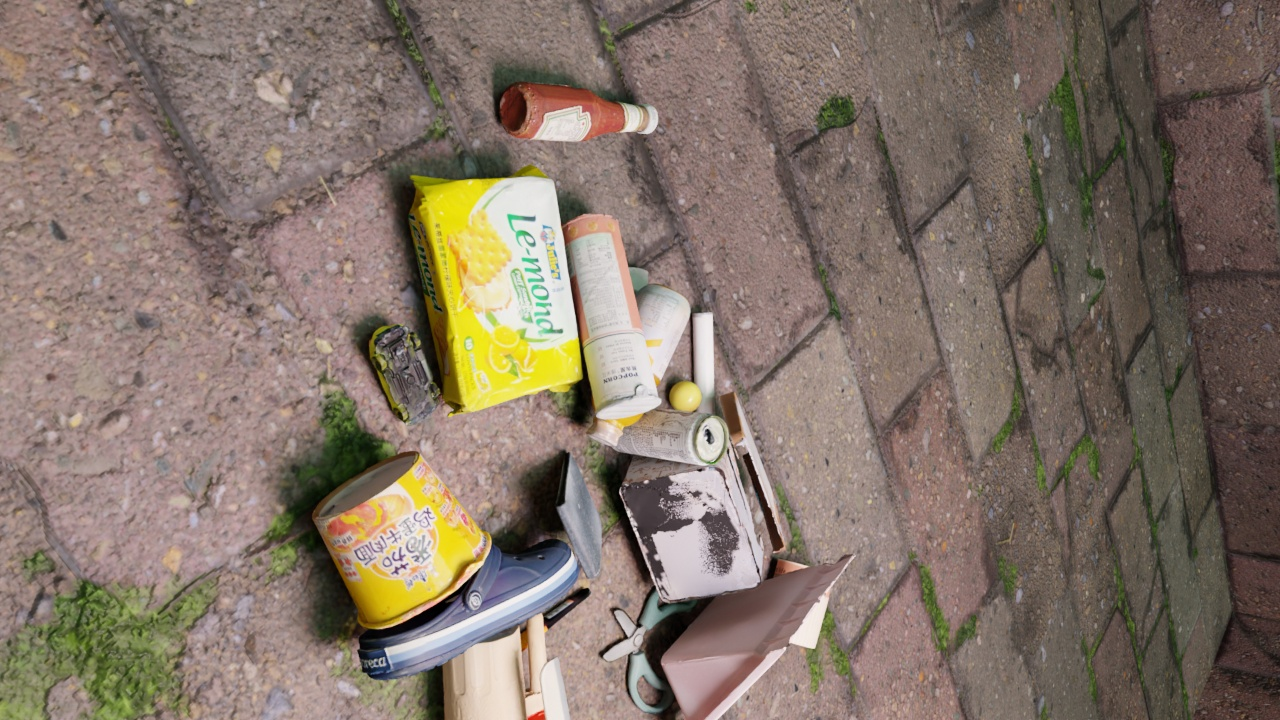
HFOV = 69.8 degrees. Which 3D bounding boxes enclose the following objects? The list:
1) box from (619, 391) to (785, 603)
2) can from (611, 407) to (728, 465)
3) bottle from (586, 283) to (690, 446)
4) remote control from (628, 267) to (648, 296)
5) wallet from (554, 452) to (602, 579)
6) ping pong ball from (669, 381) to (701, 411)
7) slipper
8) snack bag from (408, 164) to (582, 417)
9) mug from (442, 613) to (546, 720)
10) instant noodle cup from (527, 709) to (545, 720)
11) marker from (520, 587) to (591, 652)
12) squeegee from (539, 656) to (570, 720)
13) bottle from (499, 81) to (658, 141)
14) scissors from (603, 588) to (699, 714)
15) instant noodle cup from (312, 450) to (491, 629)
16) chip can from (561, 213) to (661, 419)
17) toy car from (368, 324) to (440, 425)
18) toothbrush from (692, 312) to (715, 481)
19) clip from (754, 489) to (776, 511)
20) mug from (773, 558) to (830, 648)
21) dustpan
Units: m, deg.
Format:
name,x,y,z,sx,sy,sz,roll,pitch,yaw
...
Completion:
name,x,y,z,sx,sy,sz,roll,pitch,yaw
box,0.085,0.161,1.138,0.193,0.157,0.183,-70,143,-65
can,0.028,0.084,1.052,0.058,0.147,0.058,-3,94,-44
bottle,-0.006,0.006,1.045,0.068,0.068,0.189,34,75,-39
remote control,-0.014,-0.043,1.094,0.056,0.019,0.135,-3,94,-42
wallet,-0.066,0.167,1.007,0.120,0.019,0.097,-92,163,-68
ping pong ball,0.056,0.046,1.151,0.040,0.040,0.040,-2,93,-44
slipper,-0.170,0.224,0.894,0.252,0.105,0.095,-19,96,-51
snack bag,-0.149,-0.070,0.931,0.157,0.068,0.246,-17,103,-41
mug,-0.145,0.323,0.944,0.124,0.084,0.103,-6,94,-46
instant noodle cup,-0.126,0.473,0.971,0.164,0.079,0.189,-13,105,-39
marker,-0.101,0.291,1.028,0.123,0.018,0.015,-31,112,-39
squeegee,-0.172,0.433,0.872,0.246,0.039,0.246,-12,100,-11
bottle,-0.061,-0.272,1.014,0.205,0.060,0.060,-12,100,-45
scissors,0.021,0.362,1.148,0.169,0.019,0.179,-22,108,-43
instant noodle cup,-0.221,0.155,0.834,0.137,0.138,0.110,-38,109,-36
chip can,-0.036,-0.049,0.989,0.071,0.071,0.214,2,69,-44
toy car,-0.230,0.014,0.884,0.048,0.032,0.105,-40,130,-35
toothbrush,0.083,0.048,1.186,0.026,0.027,0.221,-4,95,-21
clip,0.174,0.189,1.288,0.049,0.015,0.057,-45,122,-30
mug,0.224,0.346,1.308,0.114,0.082,0.105,47,58,-69
dustpan,0.149,0.369,1.127,0.221,0.274,0.139,-29,94,-49
